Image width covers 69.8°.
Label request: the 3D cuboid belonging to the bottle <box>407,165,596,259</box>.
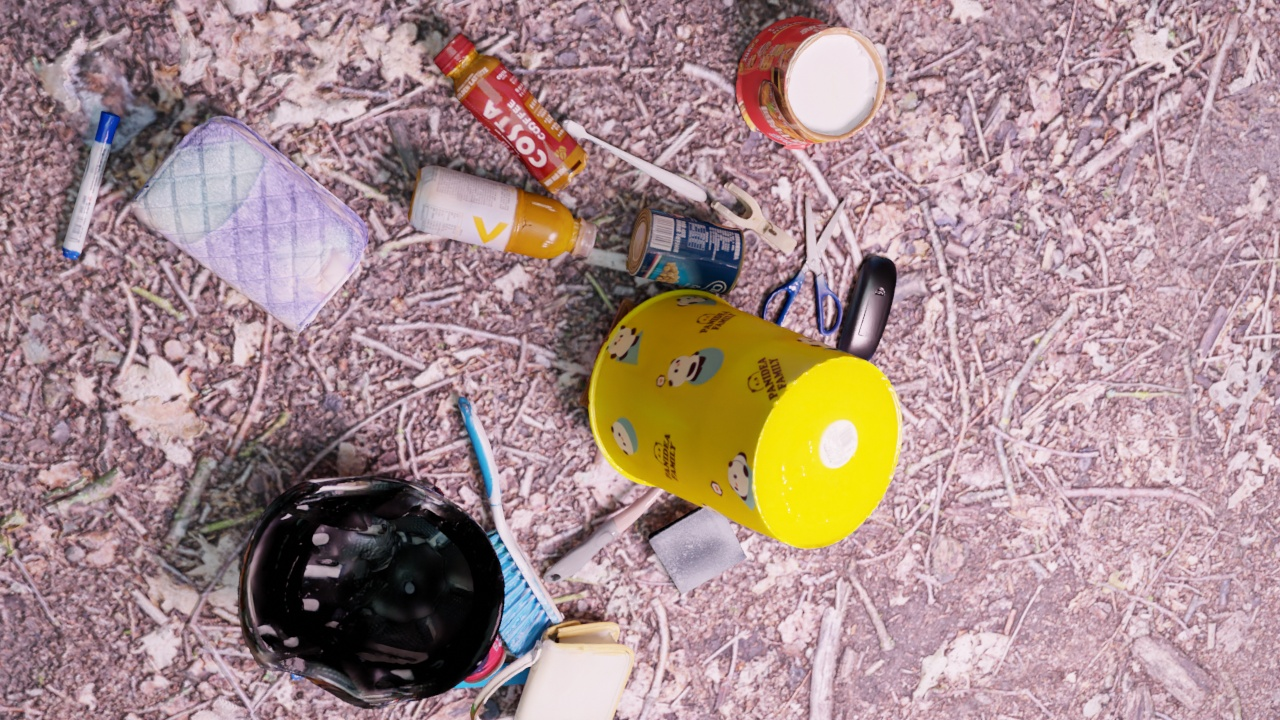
[{"bbox_3d":[-0.139,-0.146,0.942,0.189,0.068,0.068,12,104,-17],"label":"bottle"}]

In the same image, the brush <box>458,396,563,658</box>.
[{"bbox_3d":[-0.172,0.197,1.056,0.109,0.060,0.314,-30,109,-8],"label":"brush"}]

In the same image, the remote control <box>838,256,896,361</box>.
[{"bbox_3d":[0.272,-0.056,1.091,0.053,0.024,0.136,9,105,-15],"label":"remote control"}]

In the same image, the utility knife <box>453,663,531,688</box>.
[{"bbox_3d":[-0.143,0.388,1.138,0.238,0.018,0.034,4,112,-15],"label":"utility knife"}]

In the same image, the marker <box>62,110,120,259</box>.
[{"bbox_3d":[-0.524,-0.166,0.874,0.017,0.017,0.146,19,102,-18],"label":"marker"}]

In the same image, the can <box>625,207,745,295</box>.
[{"bbox_3d":[0.047,-0.118,0.991,0.111,0.075,0.075,10,104,-16],"label":"can"}]

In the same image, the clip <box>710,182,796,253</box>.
[{"bbox_3d":[0.126,-0.156,1.018,0.100,0.071,0.035,33,96,-14],"label":"clip"}]

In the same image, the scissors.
[{"bbox_3d":[0.194,-0.100,1.066,0.164,0.012,0.162,-33,110,-2],"label":"scissors"}]

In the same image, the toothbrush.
[{"bbox_3d":[-0.005,-0.213,0.983,0.180,0.016,0.016,23,103,-21],"label":"toothbrush"}]

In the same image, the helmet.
[{"bbox_3d":[-0.271,0.236,0.975,0.274,0.157,0.230,8,83,1],"label":"helmet"}]

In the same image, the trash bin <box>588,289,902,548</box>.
[{"bbox_3d":[0.106,0.058,0.933,0.229,0.255,0.230,-8,106,-30],"label":"trash bin"}]

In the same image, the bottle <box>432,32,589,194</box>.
[{"bbox_3d":[-0.130,-0.247,0.918,0.057,0.057,0.175,-45,111,3],"label":"bottle"}]

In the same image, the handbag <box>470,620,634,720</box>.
[{"bbox_3d":[-0.112,0.388,1.096,0.178,0.063,0.163,9,110,-29],"label":"handbag"}]

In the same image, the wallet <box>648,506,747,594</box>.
[{"bbox_3d":[0.071,0.228,1.122,0.097,0.019,0.121,-29,128,-3],"label":"wallet"}]

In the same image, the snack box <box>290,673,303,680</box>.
[{"bbox_3d":[-0.333,0.313,1.065,0.157,0.026,0.084,-10,109,-10],"label":"snack box"}]

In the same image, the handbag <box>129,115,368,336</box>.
[{"bbox_3d":[-0.370,-0.132,0.891,0.194,0.075,0.134,42,99,-20],"label":"handbag"}]

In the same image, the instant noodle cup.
[{"bbox_3d":[0.181,-0.288,0.951,0.137,0.108,0.138,-4,107,-12],"label":"instant noodle cup"}]

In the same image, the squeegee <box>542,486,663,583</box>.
[{"bbox_3d":[-0.022,0.187,1.093,0.249,0.040,0.247,-42,112,3],"label":"squeegee"}]

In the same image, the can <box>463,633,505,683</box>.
[{"bbox_3d":[-0.206,0.324,1.077,0.066,0.066,0.094,-28,112,-4],"label":"can"}]

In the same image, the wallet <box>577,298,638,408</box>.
[{"bbox_3d":[-0.006,0.006,1.035,0.119,0.035,0.130,23,90,-23],"label":"wallet"}]
